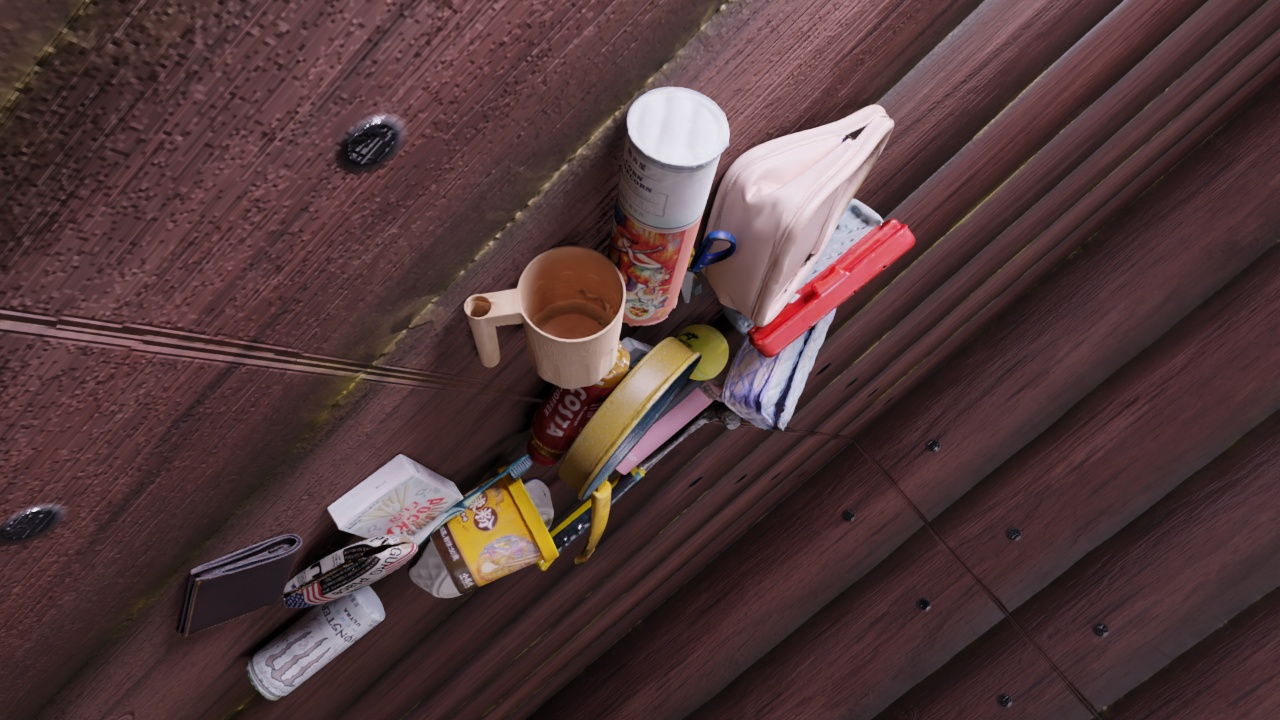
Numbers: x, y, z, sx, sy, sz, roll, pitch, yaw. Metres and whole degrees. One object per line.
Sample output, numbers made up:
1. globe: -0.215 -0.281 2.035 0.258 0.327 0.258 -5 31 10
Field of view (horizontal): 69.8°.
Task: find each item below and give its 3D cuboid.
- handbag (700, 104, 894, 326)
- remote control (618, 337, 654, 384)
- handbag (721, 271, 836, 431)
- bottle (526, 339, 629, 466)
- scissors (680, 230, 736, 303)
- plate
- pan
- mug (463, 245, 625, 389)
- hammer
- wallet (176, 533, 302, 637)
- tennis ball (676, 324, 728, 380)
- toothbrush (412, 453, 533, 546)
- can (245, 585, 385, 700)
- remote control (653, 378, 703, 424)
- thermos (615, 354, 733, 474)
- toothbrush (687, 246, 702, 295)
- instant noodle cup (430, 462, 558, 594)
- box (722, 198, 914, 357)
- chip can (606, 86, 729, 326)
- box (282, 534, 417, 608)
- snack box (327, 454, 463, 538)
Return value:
1. handbag: 0.169 -0.161 0.899 0.233 0.093 0.194 -40 163 -22
2. remote control: -0.006 0.006 1.026 0.056 0.019 0.135 -42 161 11
3. handbag: 0.174 -0.014 1.114 0.193 0.076 0.134 -65 156 -5
4. bottle: -0.070 0.045 0.937 0.057 0.057 0.175 -21 154 -42
5. scissors: 0.034 -0.086 0.875 0.132 0.012 0.173 9 160 -32
6. plate: -0.192 0.231 1.162 0.204 0.045 0.205 -33 160 -14
7. pan: -0.029 0.119 1.016 0.197 0.078 0.359 -43 170 -45
8. mug: -0.075 -0.028 0.747 0.124 0.084 0.104 -10 157 -7
9. hammer: -0.015 0.154 1.198 0.323 0.032 0.126 -40 -158 -7
10. wallet: -0.362 0.205 0.829 0.096 0.020 0.123 -15 151 -40
11. tennis ball: 0.069 -0.010 1.057 0.065 0.065 0.065 -34 161 -14
12. toothbrush: -0.190 0.159 0.954 0.191 0.018 0.016 -37 162 -11
13. can: -0.355 0.306 1.009 0.146 0.058 0.058 -37 161 -4
14. remote control: 0.024 0.036 1.097 0.136 0.053 0.024 -41 161 3
15. thermos: 0.040 0.062 1.150 0.198 0.067 0.087 -40 122 4
16. toothbrush: 0.048 -0.104 0.874 0.016 0.018 0.191 -38 162 -8
17. instant noodle cup: -0.168 0.191 1.018 0.114 0.118 0.119 -26 159 -12
18. box: 0.190 -0.090 1.005 0.201 0.058 0.161 -40 -157 5
19. chip can: 0.013 -0.110 0.715 0.071 0.071 0.215 -31 160 -21
20. box: -0.286 0.203 0.897 0.165 0.052 0.068 -29 148 24
21. snack box: -0.236 0.142 0.904 0.084 0.027 0.157 -37 161 -5
